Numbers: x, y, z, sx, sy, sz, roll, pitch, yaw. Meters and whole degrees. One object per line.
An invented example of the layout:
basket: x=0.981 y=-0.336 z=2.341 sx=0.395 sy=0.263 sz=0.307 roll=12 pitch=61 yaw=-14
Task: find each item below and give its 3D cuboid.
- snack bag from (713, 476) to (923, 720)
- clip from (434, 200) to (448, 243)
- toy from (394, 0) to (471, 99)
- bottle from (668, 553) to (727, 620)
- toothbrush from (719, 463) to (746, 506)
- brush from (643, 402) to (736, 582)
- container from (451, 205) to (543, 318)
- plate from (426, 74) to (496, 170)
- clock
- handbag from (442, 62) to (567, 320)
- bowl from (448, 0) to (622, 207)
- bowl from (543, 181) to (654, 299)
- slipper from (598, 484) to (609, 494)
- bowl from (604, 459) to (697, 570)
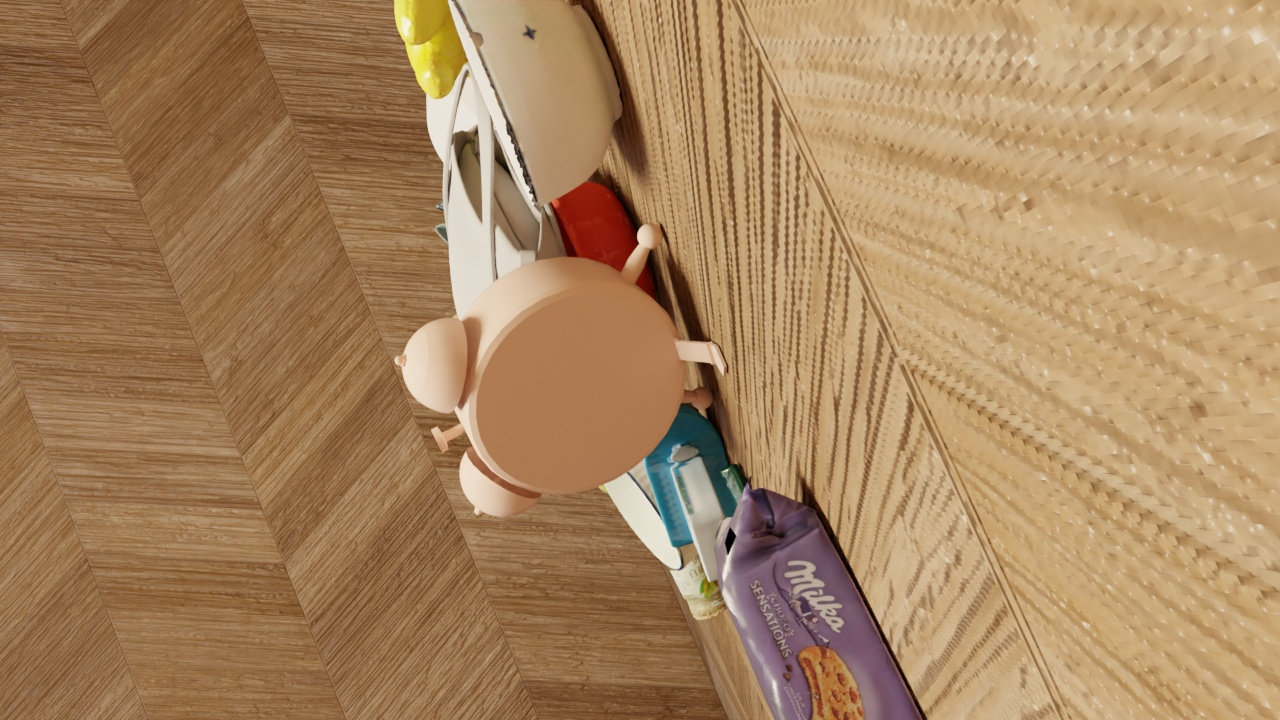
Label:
snack bag: x=0.088 y=0.159 z=0.431 sx=0.096 sy=0.058 sz=0.205 roll=81 pitch=164 yaw=-71
clip: x=-0.151 y=-0.161 z=1.016 sx=0.028 sy=0.163 sz=0.106 roll=-6 pitch=77 yaw=45
toy: x=-0.143 y=-0.269 z=0.620 sx=0.134 sy=0.092 sz=0.207 roll=83 pitch=173 yaw=-58
bottle: x=0.042 y=0.178 z=0.828 sx=0.111 sy=0.043 sz=0.043 roll=64 pitch=175 yaw=-1
toothbrush: x=0.092 y=0.154 z=0.576 sx=0.016 sy=0.017 sz=0.189 roll=110 pitch=137 yaw=-82
brush: x=0.035 y=0.083 z=0.623 sx=0.075 sy=0.055 sz=0.136 roll=-112 pitch=3 yaw=-48
container: x=-0.093 y=-0.038 z=0.878 sx=0.250 sy=0.157 sz=0.186 roll=141 pitch=116 yaw=-84
plate: x=-0.162 y=-0.220 z=0.894 sx=0.174 sy=0.036 sz=0.174 roll=29 pitch=140 yaw=27
clock: x=-0.040 y=0.015 z=0.516 sx=0.086 sy=0.160 sz=0.131 roll=-122 pitch=11 yaw=-57
handbag: x=-0.082 y=-0.086 z=0.611 sx=0.215 sy=0.095 sz=0.223 roll=-121 pitch=22 yaw=-46
bowl: x=-0.049 y=-0.143 z=0.474 sx=0.113 sy=0.063 sz=0.113 roll=156 pitch=91 yaw=-85
bowl: x=-0.025 y=-0.071 z=0.621 sx=0.130 sy=0.045 sz=0.130 roll=156 pitch=91 yaw=-84
slipper: x=0.006 y=0.114 z=0.977 sx=0.081 sy=0.091 sz=0.190 roll=25 pitch=175 yaw=11
bowl: x=0.021 y=0.107 z=0.756 sx=0.118 sy=0.062 sz=0.118 roll=49 pitch=161 yaw=23
